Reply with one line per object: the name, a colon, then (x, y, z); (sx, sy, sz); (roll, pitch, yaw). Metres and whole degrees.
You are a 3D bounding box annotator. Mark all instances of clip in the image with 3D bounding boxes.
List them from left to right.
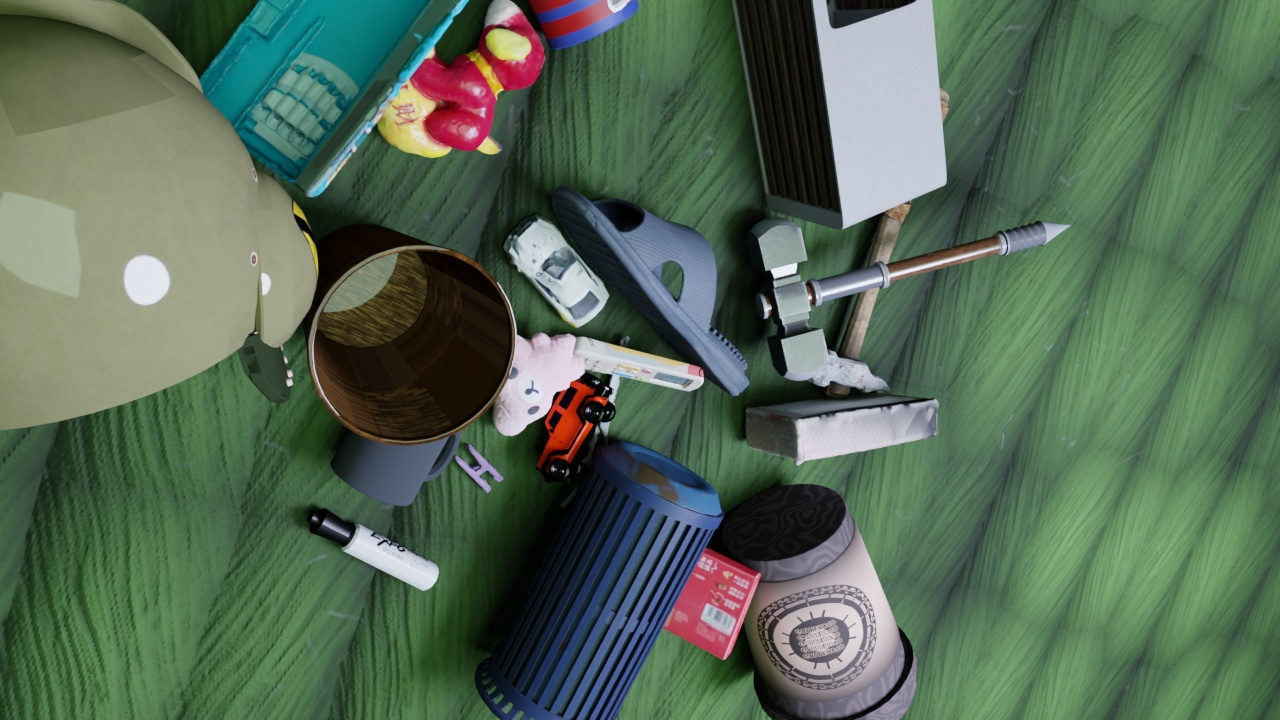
clip: (-0.140, 0.093, 0.809); (0.037, 0.013, 0.053); (-28, 121, -16)

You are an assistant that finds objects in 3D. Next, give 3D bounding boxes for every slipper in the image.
slipper: (0.032, -0.070, 0.791); (0.082, 0.101, 0.263); (-47, 126, -5)

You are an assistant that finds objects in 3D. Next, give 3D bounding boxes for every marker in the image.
marker: (-0.227, 0.160, 0.779); (0.126, 0.025, 0.025); (39, 87, -33)

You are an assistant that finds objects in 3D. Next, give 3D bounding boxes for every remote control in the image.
remote control: (-0.005, 0.005, 0.813); (0.125, 0.038, 0.018); (13, 68, -13)

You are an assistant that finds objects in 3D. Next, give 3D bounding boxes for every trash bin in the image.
trash bin: (-0.032, 0.205, 0.828); (0.139, 0.139, 0.249); (24, 96, -32)
trash bin: (0.170, -0.247, 0.788); (0.114, 0.114, 0.229); (-24, 117, -19)

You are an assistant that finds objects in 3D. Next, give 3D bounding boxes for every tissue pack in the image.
tissue pack: (0.203, 0.072, 0.936); (0.181, 0.104, 0.071); (-9, 96, -28)

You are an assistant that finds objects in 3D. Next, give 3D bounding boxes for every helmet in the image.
helmet: (-0.316, -0.073, 0.497); (0.249, 0.256, 0.233); (-18, 118, -22)

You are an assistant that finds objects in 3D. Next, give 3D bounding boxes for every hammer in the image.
hammer: (0.245, -0.115, 0.922); (0.121, 0.049, 0.319); (10, 101, -33)
hammer: (0.265, -0.091, 0.877); (0.322, 0.043, 0.156); (-15, 98, -8)

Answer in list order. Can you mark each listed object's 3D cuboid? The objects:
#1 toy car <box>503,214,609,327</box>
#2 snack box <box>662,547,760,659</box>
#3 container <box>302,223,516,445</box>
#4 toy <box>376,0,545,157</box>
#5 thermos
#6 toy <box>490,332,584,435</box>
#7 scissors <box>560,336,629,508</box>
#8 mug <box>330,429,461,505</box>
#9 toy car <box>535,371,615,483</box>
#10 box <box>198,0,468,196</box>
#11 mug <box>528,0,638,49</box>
toy car: (-0.069, -0.073, 0.774); (0.048, 0.033, 0.105); (-45, 121, -5)
snack box: (0.039, 0.219, 0.889); (0.021, 0.133, 0.089); (-7, 118, -68)
container: (-0.178, -0.032, 0.650); (0.132, 0.167, 0.132); (-10, 112, -25)
toy: (-0.132, -0.201, 0.678); (0.137, 0.067, 0.105); (-31, 116, -8)
thermos: (0.179, 0.258, 0.954); (0.172, 0.173, 0.226); (-28, 112, -17)
toy: (-0.094, 0.010, 0.775); (0.096, 0.052, 0.099); (-22, 120, 1)
scissors: (-0.042, 0.058, 0.846); (0.090, 0.014, 0.172); (-16, 117, -24)
mug: (-0.188, 0.068, 0.747); (0.077, 0.071, 0.105); (-60, 149, 2)
toy car: (-0.061, 0.060, 0.814); (0.049, 0.051, 0.100); (31, 94, 10)
box: (-0.174, -0.215, 0.606); (0.227, 0.172, 0.083); (-53, 153, -2)
mug: (-0.038, -0.281, 0.668); (0.074, 0.112, 0.076); (-43, 123, -27)
